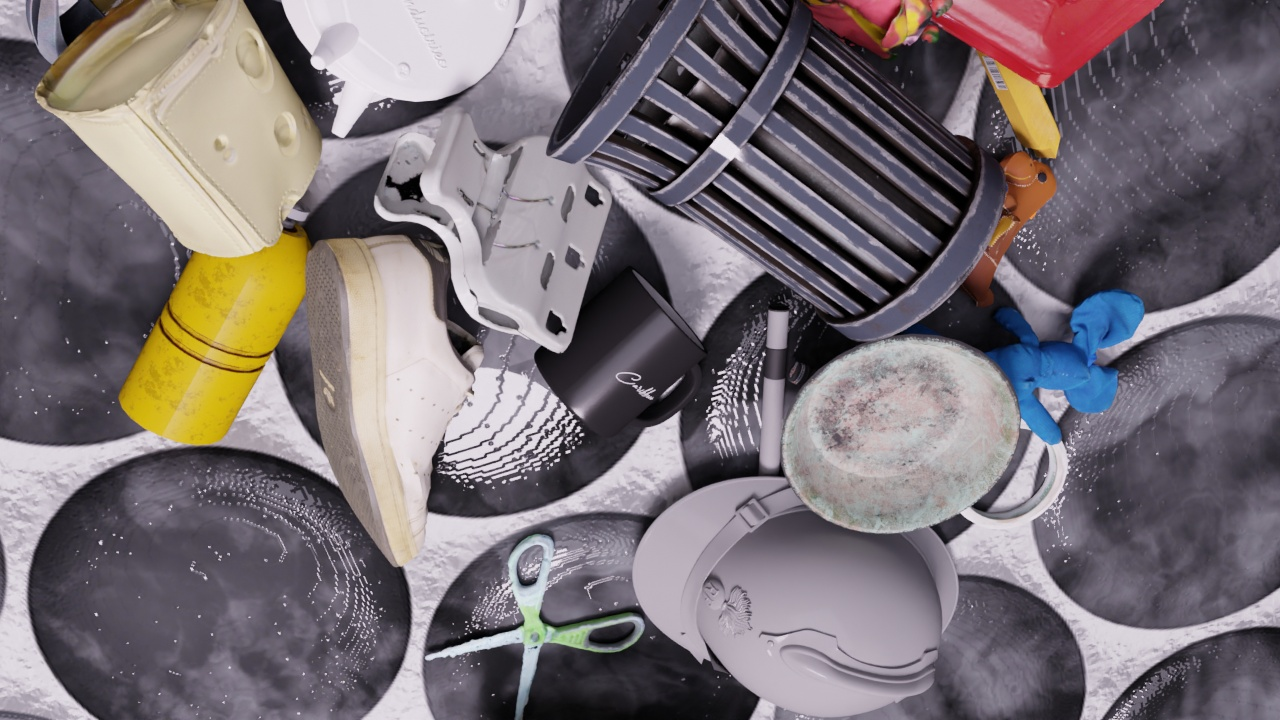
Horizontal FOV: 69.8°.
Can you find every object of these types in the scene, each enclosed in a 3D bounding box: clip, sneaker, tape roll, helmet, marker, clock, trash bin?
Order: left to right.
[{"bbox_3d":[-0.154,0.024,0.612,0.102,0.089,0.242,-21,129,-33],"label":"sneaker"},{"bbox_3d":[-0.126,-0.210,0.505,0.160,0.073,0.125,-42,130,-17],"label":"clock"},{"bbox_3d":[-0.082,-0.086,0.556,0.142,0.073,0.124,30,61,-35],"label":"clip"},{"bbox_3d":[0.096,0.029,0.665,0.016,0.016,0.141,-1,109,-5],"label":"marker"},{"bbox_3d":[0.085,-0.125,0.542,0.227,0.164,0.164,32,102,-18],"label":"trash bin"},{"bbox_3d":[0.131,0.194,0.662,0.271,0.117,0.184,18,109,-16],"label":"helmet"},{"bbox_3d":[0.279,0.085,0.702,0.093,0.013,0.093,-1,109,-5],"label":"tape roll"}]

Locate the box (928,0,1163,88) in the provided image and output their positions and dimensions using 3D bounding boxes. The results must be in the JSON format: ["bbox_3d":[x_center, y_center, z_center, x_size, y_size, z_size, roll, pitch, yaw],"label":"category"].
[{"bbox_3d":[0.243,-0.289,0.521,0.157,0.154,0.168,29,75,-8],"label":"box"}]

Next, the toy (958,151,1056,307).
[{"bbox_3d":[0.250,-0.088,0.633,0.090,0.070,0.103,-39,131,-6],"label":"toy"}]

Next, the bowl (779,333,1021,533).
[{"bbox_3d":[0.171,0.045,0.623,0.157,0.038,0.158,0,119,0],"label":"bowl"}]

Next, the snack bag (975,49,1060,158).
[{"bbox_3d":[0.250,-0.178,0.606,0.020,0.026,0.099,-33,107,6],"label":"snack bag"}]

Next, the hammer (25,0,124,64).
[{"bbox_3d":[-0.201,-0.275,0.498,0.333,0.118,0.025,-44,93,3],"label":"hammer"}]

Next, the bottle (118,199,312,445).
[{"bbox_3d":[-0.260,-0.033,0.582,0.071,0.071,0.164,31,104,-14],"label":"bottle"}]

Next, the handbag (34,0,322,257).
[{"bbox_3d":[-0.241,-0.136,0.506,0.081,0.111,0.119,14,153,22],"label":"handbag"}]

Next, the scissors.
[{"bbox_3d":[-0.083,0.208,0.711,0.171,0.022,0.174,-10,114,-5],"label":"scissors"}]

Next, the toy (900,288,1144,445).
[{"bbox_3d":[0.274,-0.003,0.647,0.176,0.071,0.113,1,119,-6],"label":"toy"}]

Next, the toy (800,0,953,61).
[{"bbox_3d":[0.131,-0.214,0.551,0.103,0.084,0.046,26,98,9],"label":"toy"}]

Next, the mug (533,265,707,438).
[{"bbox_3d":[-0.004,0.004,0.622,0.088,0.078,0.113,-42,133,8],"label":"mug"}]

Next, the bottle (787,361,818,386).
[{"bbox_3d":[0.156,0.029,0.660,0.110,0.036,0.036,24,104,-12],"label":"bottle"}]
